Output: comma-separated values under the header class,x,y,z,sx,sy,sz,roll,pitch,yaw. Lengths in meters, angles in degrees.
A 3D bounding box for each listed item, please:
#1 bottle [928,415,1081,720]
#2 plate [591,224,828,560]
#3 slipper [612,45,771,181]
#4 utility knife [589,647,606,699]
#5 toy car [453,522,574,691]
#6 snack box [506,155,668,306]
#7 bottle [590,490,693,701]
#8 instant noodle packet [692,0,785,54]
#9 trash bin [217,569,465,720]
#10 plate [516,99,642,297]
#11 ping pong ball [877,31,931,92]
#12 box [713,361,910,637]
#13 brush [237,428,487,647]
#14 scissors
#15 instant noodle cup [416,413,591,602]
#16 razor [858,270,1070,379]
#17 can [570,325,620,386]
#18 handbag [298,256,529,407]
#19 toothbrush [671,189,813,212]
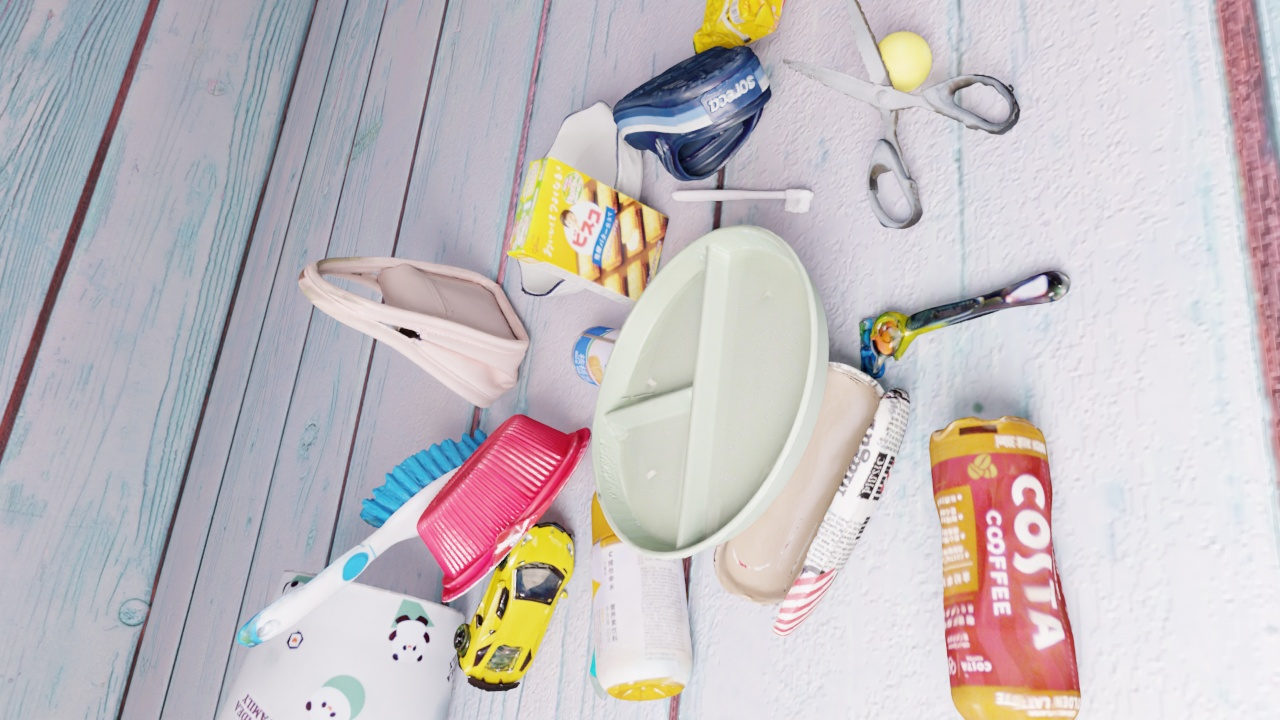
class,x,y,z,sx,sy,sz,roll,pitch,yaw
bottle,0.176,0.116,0.444,0.058,0.057,0.174,-26,53,47
plate,0.040,0.020,0.615,0.231,0.027,0.229,-32,48,44
slipper,0.052,-0.202,0.764,0.105,0.095,0.253,-29,16,-5
utility knife,-0.012,0.156,0.737,0.029,0.013,0.222,-1,75,57
toy car,-0.106,0.211,0.790,0.041,0.071,0.156,36,103,57
snack box,-0.043,-0.109,0.803,0.034,0.140,0.087,1,73,54
bottle,-0.003,0.148,0.677,0.068,0.068,0.189,-37,45,40
instant noodle packet,0.098,-0.332,0.803,0.111,0.044,0.128,-1,69,62
trash bin,-0.286,0.344,0.863,0.230,0.229,0.251,-15,55,52
plate,-0.063,-0.159,0.937,0.205,0.045,0.204,-33,49,49
ping pong ball,0.177,-0.202,0.623,0.040,0.040,0.040,-31,50,44
box,0.106,0.083,0.547,0.162,0.076,0.087,-63,5,3
brush,-0.236,0.154,0.850,0.110,0.313,0.060,15,124,47
scissors,0.164,-0.171,0.600,0.160,0.014,0.181,-5,89,39
instant noodle cup,-0.128,0.114,0.799,0.194,0.066,0.193,-45,9,9
razor,0.182,-0.025,0.541,0.143,0.022,0.042,-22,58,49
can,-0.005,0.004,0.767,0.135,0.053,0.053,16,87,57
handbag,-0.247,-0.053,0.981,0.093,0.234,0.193,-59,35,14
toothbrush,0.077,-0.132,0.755,0.180,0.016,0.016,17,94,56
